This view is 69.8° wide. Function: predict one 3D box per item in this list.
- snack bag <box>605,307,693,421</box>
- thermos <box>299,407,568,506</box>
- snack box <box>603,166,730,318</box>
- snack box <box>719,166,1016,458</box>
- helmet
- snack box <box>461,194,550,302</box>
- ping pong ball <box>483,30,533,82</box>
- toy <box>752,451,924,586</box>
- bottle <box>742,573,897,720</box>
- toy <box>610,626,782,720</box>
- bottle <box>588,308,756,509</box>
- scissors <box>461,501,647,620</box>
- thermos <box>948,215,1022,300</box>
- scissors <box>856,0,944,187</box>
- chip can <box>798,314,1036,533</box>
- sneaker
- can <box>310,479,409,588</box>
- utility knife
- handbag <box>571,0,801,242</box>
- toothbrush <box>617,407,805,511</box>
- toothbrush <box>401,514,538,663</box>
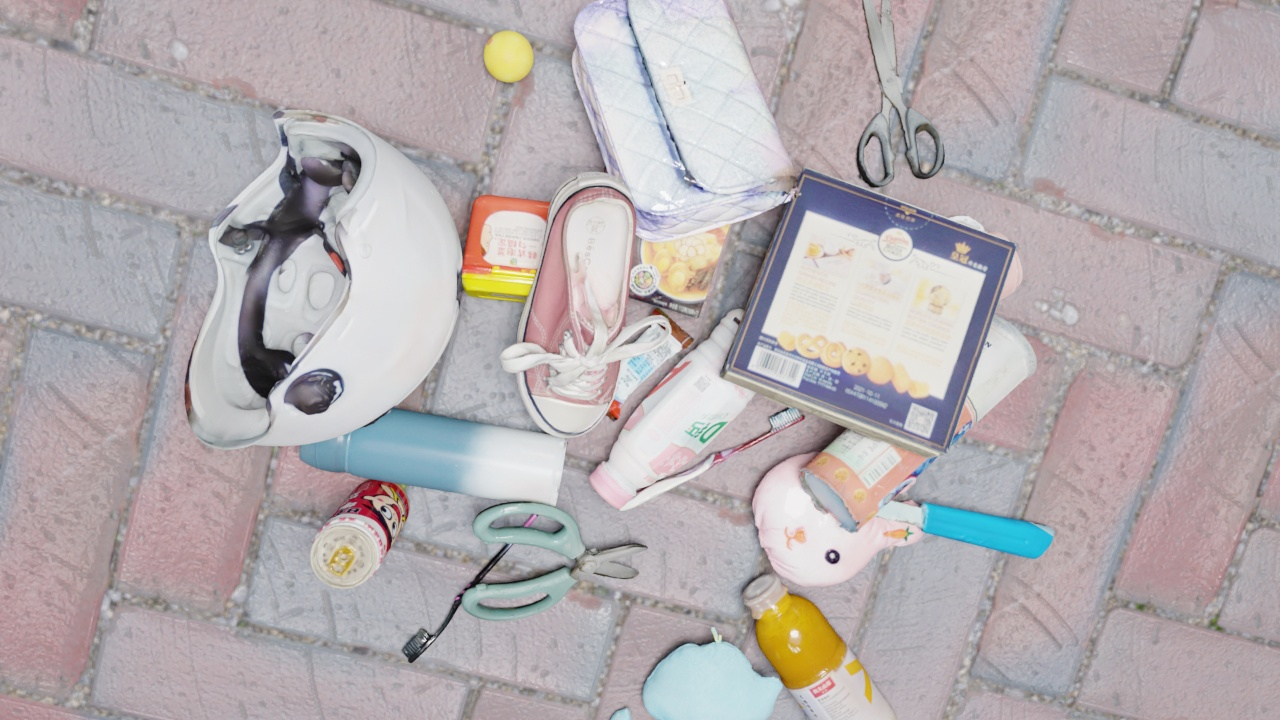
[{"bbox_3d":[-0.005,0.005,0.797,0.048,0.026,0.104,41,94,-11],"label":"snack bag"},{"bbox_3d":[-0.174,0.078,0.779,0.220,0.070,0.070,10,97,-5],"label":"thermos"},{"bbox_3d":[0.013,-0.113,0.774,0.113,0.053,0.126,16,102,-6],"label":"snack box"},{"bbox_3d":[0.179,-0.038,0.727,0.178,0.046,0.182,21,80,5],"label":"snack box"},{"bbox_3d":[-0.228,-0.046,0.699,0.145,0.229,0.259,16,111,-43],"label":"helmet"},{"bbox_3d":[-0.101,-0.090,0.752,0.091,0.082,0.080,6,88,-7],"label":"snack box"},{"bbox_3d":[-0.107,-0.247,0.747,0.040,0.040,0.040,-1,98,-4],"label":"ping pong ball"},{"bbox_3d":[0.180,0.135,0.819,0.159,0.054,0.121,-15,96,-9],"label":"toy"},{"bbox_3d":[0.159,0.275,0.827,0.068,0.068,0.189,-36,99,1],"label":"bottle"},{"bbox_3d":[0.048,0.317,0.833,0.161,0.049,0.156,-1,103,10],"label":"toy"},{"bbox_3d":[0.037,0.045,0.786,0.197,0.068,0.068,-45,99,3],"label":"bottle"},{"bbox_3d":[-0.085,0.188,0.806,0.174,0.019,0.176,24,116,-30],"label":"scissors"},{"bbox_3d":[0.221,-0.055,0.790,0.198,0.067,0.087,-26,70,0],"label":"thermos"},{"bbox_3d":[0.221,-0.236,0.789,0.150,0.014,0.170,26,93,-6],"label":"scissors"},{"bbox_3d":[0.233,0.051,0.774,0.214,0.071,0.071,-39,99,-12],"label":"chip can"},{"bbox_3d":[-0.046,-0.020,0.697,0.118,0.087,0.242,4,129,-12],"label":"sneaker"},{"bbox_3d":[-0.226,0.138,0.747,0.053,0.132,0.053,-1,98,-4],"label":"can"},{"bbox_3d":[0.285,0.146,0.823,0.204,0.018,0.034,14,99,-19],"label":"utility knife"},{"bbox_3d":[0.031,-0.197,0.716,0.134,0.076,0.193,-18,80,-10],"label":"handbag"},{"bbox_3d":[0.061,0.088,0.820,0.187,0.016,0.017,-27,91,0],"label":"toothbrush"},{"bbox_3d":[-0.150,0.198,0.822,0.018,0.014,0.189,41,93,4],"label":"toothbrush"}]
